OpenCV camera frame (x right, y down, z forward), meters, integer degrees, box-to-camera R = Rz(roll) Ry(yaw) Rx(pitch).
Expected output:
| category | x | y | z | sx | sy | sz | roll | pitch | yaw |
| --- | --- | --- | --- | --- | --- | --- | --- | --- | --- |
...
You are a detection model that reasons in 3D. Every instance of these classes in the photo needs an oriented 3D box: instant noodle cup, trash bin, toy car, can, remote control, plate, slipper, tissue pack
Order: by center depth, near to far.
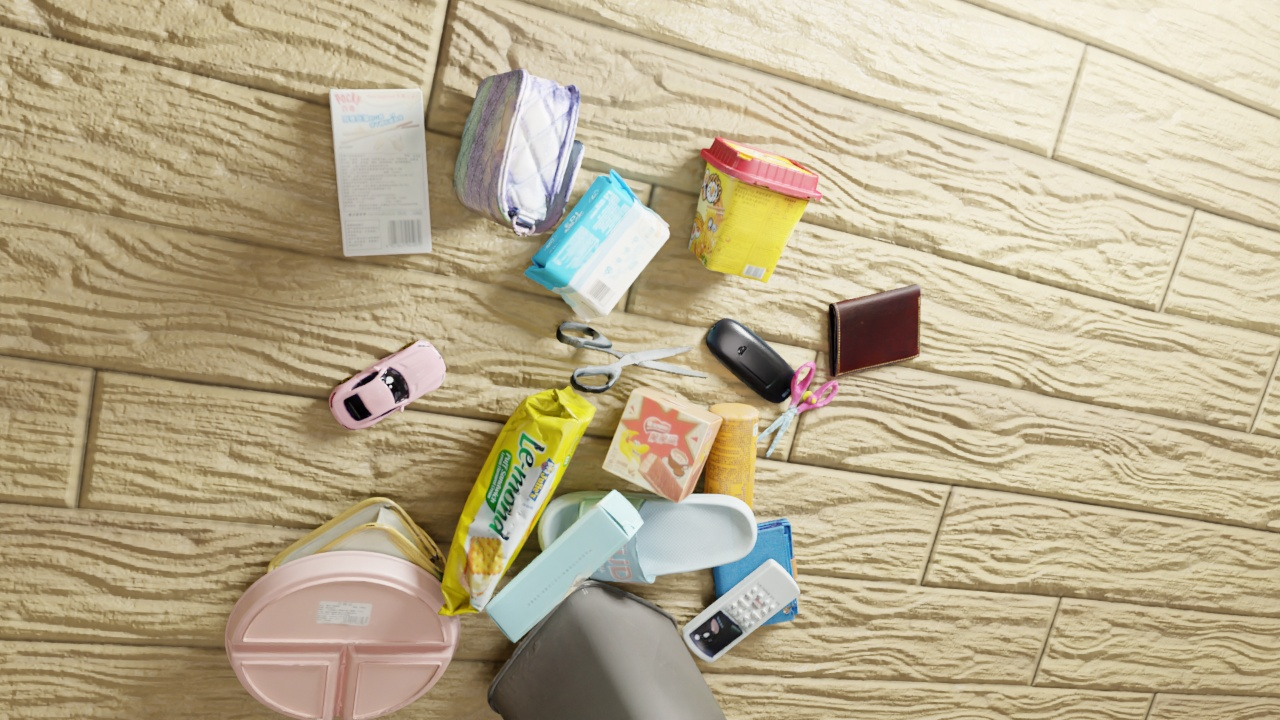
| category | x | y | z | sx | sy | sz | roll | pitch | yaw |
| --- | --- | --- | --- | --- | --- | --- | --- | --- | --- |
| plate | -0.298 | 0.288 | 0.928 | 0.229 | 0.028 | 0.230 | -6 | 121 | -10 |
| toy car | -0.255 | 0.026 | 0.932 | 0.122 | 0.037 | 0.056 | -31 | 113 | -10 |
| tissue pack | -0.043 | -0.118 | 0.949 | 0.090 | 0.063 | 0.140 | 38 | 91 | -25 |
| instant noodle cup | 0.112 | -0.157 | 0.972 | 0.116 | 0.116 | 0.124 | 10 | 112 | -20 |
| trash bin | -0.018 | 0.395 | 0.987 | 0.199 | 0.220 | 0.199 | 35 | 96 | -38 |
| slipper | 0.008 | 0.200 | 1.019 | 0.245 | 0.074 | 0.104 | -3 | 100 | 1 |
| remote control | 0.133 | 0.003 | 1.061 | 0.136 | 0.024 | 0.053 | 38 | 91 | -24 |
| can | 0.104 | 0.125 | 1.065 | 0.058 | 0.058 | 0.146 | -2 | 105 | -18 |
| remote control | 0.120 | 0.304 | 1.107 | 0.150 | 0.021 | 0.058 | -41 | 107 | 8 |

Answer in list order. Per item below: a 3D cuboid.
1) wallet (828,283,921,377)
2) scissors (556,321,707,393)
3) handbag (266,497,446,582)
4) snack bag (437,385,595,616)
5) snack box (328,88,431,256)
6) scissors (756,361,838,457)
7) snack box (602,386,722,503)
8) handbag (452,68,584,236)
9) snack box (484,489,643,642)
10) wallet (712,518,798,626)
| category | x | y | z | sx | sy | sz | roll | pitch | yaw |
| --- | --- | --- | --- | --- | --- | --- | --- | --- | --- |
| wallet | 0.284 | -0.035 | 1.106 | 0.122 | 0.020 | 0.096 | -12 | 113 | -16 |
| scissors | -0.013 | -0.002 | 0.988 | 0.173 | 0.159 | 0.014 | 33 | 132 | 5 |
| handbag | -0.277 | 0.240 | 0.954 | 0.163 | 0.063 | 0.179 | -33 | 119 | 8 |
| snack bag | -0.129 | 0.134 | 0.944 | 0.068 | 0.158 | 0.246 | 28 | 94 | 2 |
| snack box | -0.249 | -0.180 | 0.884 | 0.084 | 0.027 | 0.157 | -5 | 105 | -17 |
| scissors | 0.176 | 0.056 | 1.086 | 0.136 | 0.017 | 0.105 | -37 | 132 | -6 |
| snack box | 0.025 | 0.090 | 0.999 | 0.093 | 0.077 | 0.094 | 23 | 97 | 14 |
| handbag | -0.113 | -0.189 | 0.836 | 0.075 | 0.194 | 0.134 | 13 | 100 | -24 |
| snack box | -0.078 | 0.213 | 0.957 | 0.175 | 0.074 | 0.051 | -43 | 84 | 11 |
| wallet | 0.141 | 0.263 | 1.126 | 0.106 | 0.040 | 0.133 | -10 | 109 | -7 |
